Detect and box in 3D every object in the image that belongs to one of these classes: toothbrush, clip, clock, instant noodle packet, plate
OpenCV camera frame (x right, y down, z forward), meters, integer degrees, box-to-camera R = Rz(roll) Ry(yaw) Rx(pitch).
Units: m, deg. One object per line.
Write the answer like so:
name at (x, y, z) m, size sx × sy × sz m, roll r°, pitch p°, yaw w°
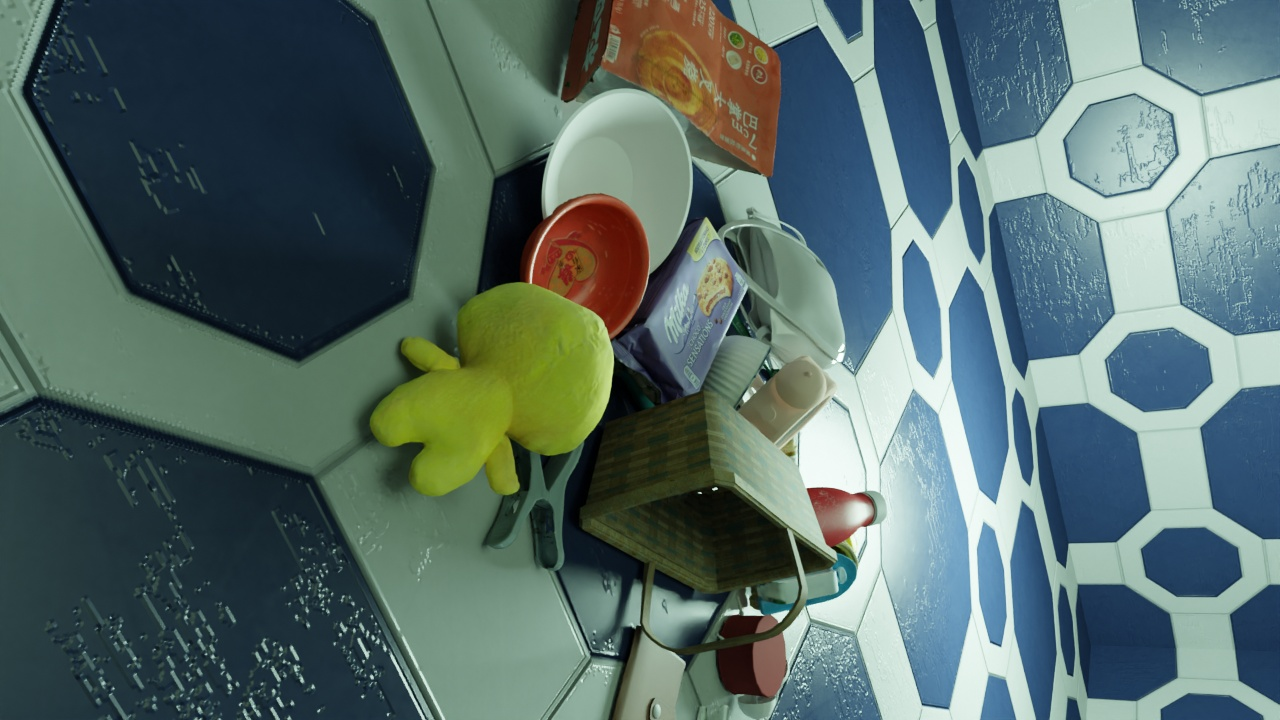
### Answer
toothbrush at (0.138, -0.017, 1.091) m, size 0.190 × 0.017 × 0.016 m, roll 46°, pitch 40°, yaw -51°
clip at (0.054, 0.380, 0.877) m, size 0.058 × 0.054 × 0.101 m, roll 96°, pitch 2°, yaw -64°
clock at (0.122, 0.322, 0.976) m, size 0.086 × 0.044 × 0.124 m, roll -43°, pitch 119°, yaw -53°
instant noodle packet at (0.049, -0.285, 0.882) m, size 0.220 × 0.084 × 0.164 m, roll 19°, pitch 63°, yaw -25°
clock at (0.138, 0.048, 0.972) m, size 0.086 × 0.131 × 0.160 m, roll 46°, pitch 9°, yaw 7°
plate at (-0.028, -0.153, 0.821) m, size 0.173 × 0.036 × 0.174 m, roll -17°, pitch 116°, yaw -38°
clip at (-0.070, 0.087, 0.741) m, size 0.106 × 0.028 × 0.163 m, roll 40°, pitch 51°, yaw -45°

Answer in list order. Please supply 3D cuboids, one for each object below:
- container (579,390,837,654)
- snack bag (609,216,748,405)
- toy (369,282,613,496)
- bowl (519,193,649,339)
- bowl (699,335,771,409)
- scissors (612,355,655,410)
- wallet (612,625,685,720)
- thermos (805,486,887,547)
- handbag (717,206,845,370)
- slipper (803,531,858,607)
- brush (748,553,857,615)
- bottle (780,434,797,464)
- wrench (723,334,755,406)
container at (0.067, 0.163, 0.827) m, size 0.250 × 0.158 × 0.186 m, roll 40°, pitch 39°, yaw -47°
snack bag at (0.035, -0.045, 0.880) m, size 0.096 × 0.059 × 0.204 m, roll 56°, pitch 42°, yaw -26°
toy at (-0.094, 0.017, 0.655) m, size 0.207 × 0.092 × 0.134 m, roll -36°, pitch 96°, yaw -33°
bowl at (-0.054, -0.077, 0.764) m, size 0.130 × 0.045 × 0.131 m, roll -17°, pitch 117°, yaw -39°
bowl at (0.075, 0.019, 0.936) m, size 0.062 × 0.118 × 0.117 m, roll 33°, pitch 41°, yaw 2°
scissors at (-0.006, 0.013, 0.871) m, size 0.130 × 0.019 × 0.150 m, roll -11°, pitch 93°, yaw -59°
wallet at (0.006, 0.311, 0.822) m, size 0.087 × 0.013 × 0.120 m, roll 49°, pitch 44°, yaw -37°
thermos at (0.209, 0.183, 1.067) m, size 0.239 × 0.073 × 0.073 m, roll 0°, pitch 82°, yaw -42°
handbag at (0.152, -0.096, 1.104) m, size 0.222 × 0.096 × 0.215 m, roll 32°, pitch 43°, yaw -40°
slipper at (0.225, 0.236, 1.130) m, size 0.190 × 0.082 × 0.091 m, roll -36°, pitch 110°, yaw -52°
brush at (0.191, 0.246, 1.028) m, size 0.135 × 0.075 × 0.055 m, roll -4°, pitch 85°, yaw -27°
bottle at (0.168, 0.107, 1.091) m, size 0.043 × 0.043 × 0.111 m, roll -17°, pitch 106°, yaw -58°
wrench at (0.090, -0.026, 1.036) m, size 0.273 × 0.018 × 0.086 m, roll 57°, pitch 38°, yaw -37°
